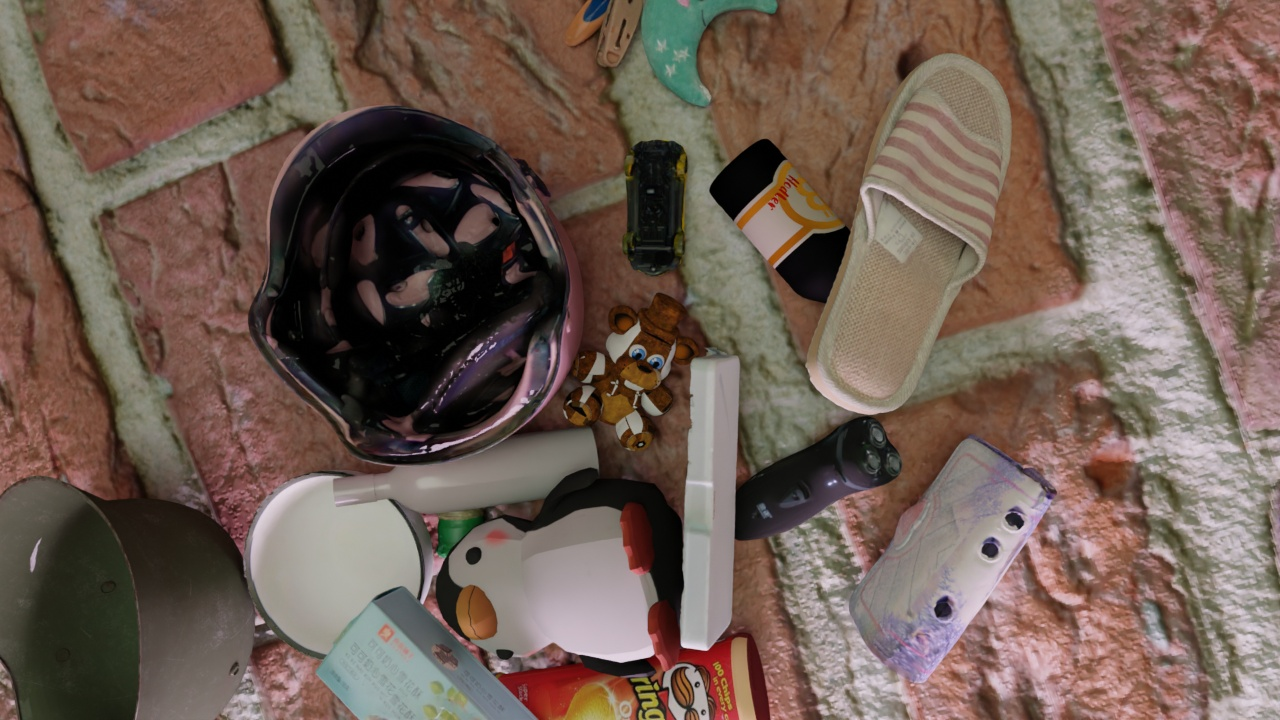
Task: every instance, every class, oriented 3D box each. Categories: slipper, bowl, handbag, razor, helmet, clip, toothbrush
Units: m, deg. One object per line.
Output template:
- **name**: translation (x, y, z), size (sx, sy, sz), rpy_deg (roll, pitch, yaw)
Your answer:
- **slipper**: translation (0.190, -0.090, 0.631), size (0.115, 0.052, 0.262), rpy_deg (23, 84, -16)
- **bowl**: translation (-0.236, 0.161, 0.752), size (0.153, 0.072, 0.153), rpy_deg (1, 93, 10)
- **handbag**: translation (0.214, 0.132, 0.639), size (0.069, 0.126, 0.159), rpy_deg (34, 100, 9)
- **razor**: translation (0.124, 0.094, 0.684), size (0.141, 0.063, 0.053), rpy_deg (-32, 86, 14)
- **helmet**: translation (-0.406, 0.220, 0.742), size (0.227, 0.153, 0.268), rpy_deg (18, 98, 27)
- **clip**: translation (-0.017, -0.253, 0.702), size (0.026, 0.049, 0.061), rpy_deg (20, 132, -26)
- **helmet**: translation (-0.150, -0.057, 0.680), size (0.230, 0.152, 0.255), rpy_deg (-39, 85, 13)
- **toothbrush**: translation (-0.013, -0.298, 0.710), size (0.021, 0.017, 0.135), rpy_deg (43, 102, 9)

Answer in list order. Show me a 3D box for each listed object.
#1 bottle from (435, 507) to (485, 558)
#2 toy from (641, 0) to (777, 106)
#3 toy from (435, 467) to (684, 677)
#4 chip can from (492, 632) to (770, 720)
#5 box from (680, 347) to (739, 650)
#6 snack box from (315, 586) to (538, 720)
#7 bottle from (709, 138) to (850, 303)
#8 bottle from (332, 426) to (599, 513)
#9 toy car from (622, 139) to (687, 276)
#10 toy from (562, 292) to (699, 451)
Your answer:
- **bottle**: translation (-0.148, 0.104, 0.747), size (0.043, 0.043, 0.111), rpy_deg (-3, 93, 11)
- **toy**: translation (0.044, -0.255, 0.694), size (0.085, 0.033, 0.105), rpy_deg (36, 98, -5)
- **toy**: translation (-0.061, 0.160, 0.694), size (0.184, 0.140, 0.159), rpy_deg (-13, 100, 18)
- **chip can**: translation (-0.012, 0.270, 0.711), size (0.213, 0.087, 0.087), rpy_deg (-12, 91, 12)
- **box**: translation (0.053, 0.092, 0.661), size (0.044, 0.136, 0.197), rpy_deg (3, 94, 8)
- **snack box**: translation (-0.149, 0.254, 0.673), size (0.174, 0.053, 0.075), rpy_deg (41, 99, 9)
- **bottle**: translation (0.130, -0.077, 0.674), size (0.059, 0.059, 0.181), rpy_deg (-41, 86, 10)
- **bottle**: translation (-0.132, 0.088, 0.701), size (0.195, 0.052, 0.052), rpy_deg (-7, 93, -12)
- **toy car**: translation (0.012, -0.118, 0.708), size (0.049, 0.030, 0.107), rpy_deg (3, 92, 9)
- **toy**: translation (-0.004, 0.004, 0.703), size (0.087, 0.067, 0.113), rpy_deg (26, 112, -17)
